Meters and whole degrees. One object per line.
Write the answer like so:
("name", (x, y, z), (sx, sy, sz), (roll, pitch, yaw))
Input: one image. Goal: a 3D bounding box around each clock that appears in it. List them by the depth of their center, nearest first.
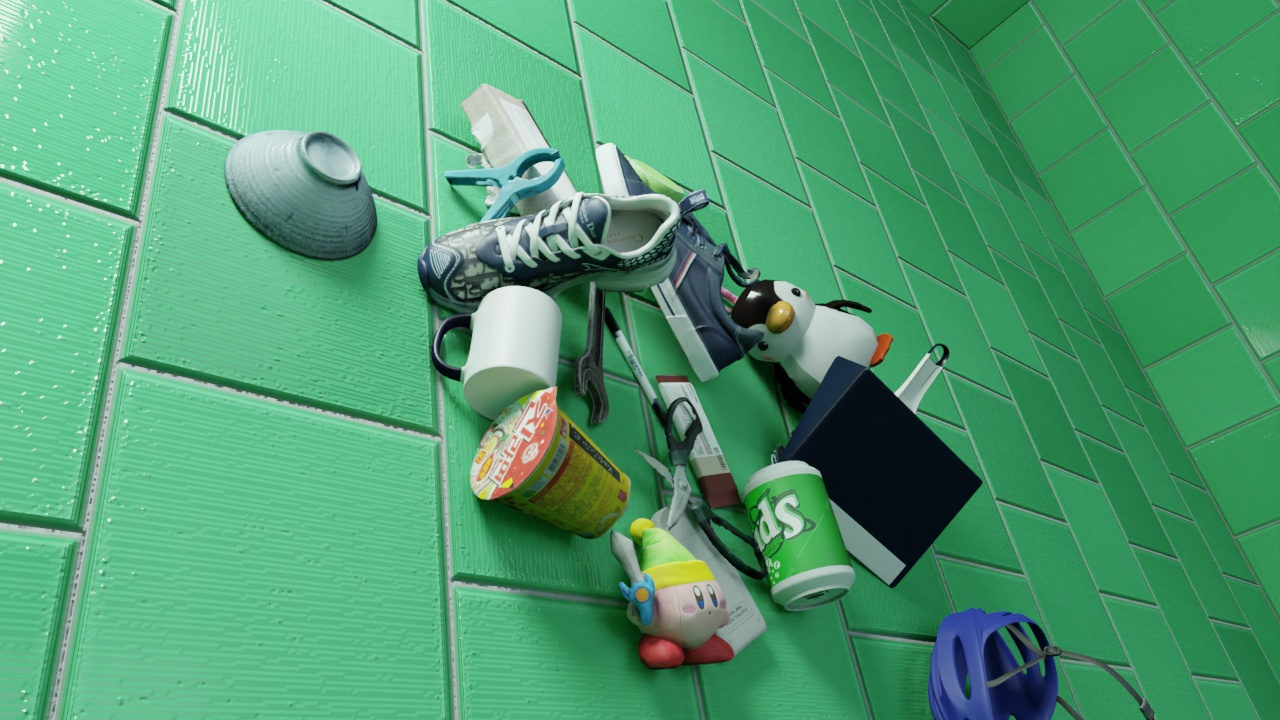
("clock", (0.005, -0.217, 1.145), (0.119, 0.043, 0.094), (24, 18, -28))

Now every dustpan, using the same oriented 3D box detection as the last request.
("dustpan", (0.301, 0.095, 1.106), (0.236, 0.273, 0.080), (41, -1, -23))

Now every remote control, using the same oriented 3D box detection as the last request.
("remote control", (0.063, 0.207, 0.885), (0.074, 0.019, 0.151), (-15, 73, -53))

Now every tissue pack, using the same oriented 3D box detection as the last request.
("tissue pack", (-0.130, -0.206, 0.997), (0.181, 0.071, 0.103), (63, 21, 8))

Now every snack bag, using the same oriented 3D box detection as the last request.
("snack bag", (0.062, 0.085, 0.994), (0.057, 0.013, 0.157), (1, 60, -50))

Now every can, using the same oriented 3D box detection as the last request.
("can", (0.164, 0.183, 0.960), (0.087, 0.088, 0.139), (15, 50, -41))

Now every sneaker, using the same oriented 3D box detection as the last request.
("sneaker", (-0.071, -0.114, 0.858), (0.269, 0.133, 0.103), (-11, 77, -23))
("sneaker", (0.052, -0.131, 1.047), (0.294, 0.127, 0.120), (61, 3, 3))

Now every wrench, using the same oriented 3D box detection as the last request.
("wrench", (-0.045, -0.059, 0.956), (0.070, 0.010, 0.272), (52, 32, -50))

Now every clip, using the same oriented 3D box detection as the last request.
("clip", (-0.135, -0.186, 0.933), (0.097, 0.116, 0.026), (62, -2, 11))

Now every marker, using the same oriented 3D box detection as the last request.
("marker", (-0.006, 0.006, 0.990), (0.011, 0.011, 0.152), (-14, 71, -52))

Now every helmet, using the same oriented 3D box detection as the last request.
("helmet", (0.424, 0.348, 0.988), (0.148, 0.228, 0.240), (53, 35, -15))

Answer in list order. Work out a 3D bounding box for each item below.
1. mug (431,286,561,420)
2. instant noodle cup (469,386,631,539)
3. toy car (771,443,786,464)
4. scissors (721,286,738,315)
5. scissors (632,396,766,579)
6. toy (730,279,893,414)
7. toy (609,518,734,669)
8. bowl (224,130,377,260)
("mug", (-0.129, -0.008, 0.818), (0.112, 0.079, 0.096), (9, 48, -9))
("instant noodle cup", (-0.070, 0.099, 0.777), (0.112, 0.101, 0.100), (41, 35, -33))
("toy car", (0.186, 0.130, 1.081), (0.089, 0.027, 0.038), (28, 47, -28))
("scissors", (0.066, -0.127, 1.185), (0.170, 0.013, 0.176), (30, 43, -22))
("scissors", (0.067, 0.132, 0.925), (0.205, 0.015, 0.201), (49, 29, -15))
("toy", (0.197, -0.030, 1.169), (0.184, 0.159, 0.140), (33, -4, -11))
("toy", (0.018, 0.202, 0.806), (0.124, 0.097, 0.131), (7, 73, -38))
("bowl", (-0.277, -0.158, 0.788), (0.137, 0.057, 0.136), (29, 42, -30))
